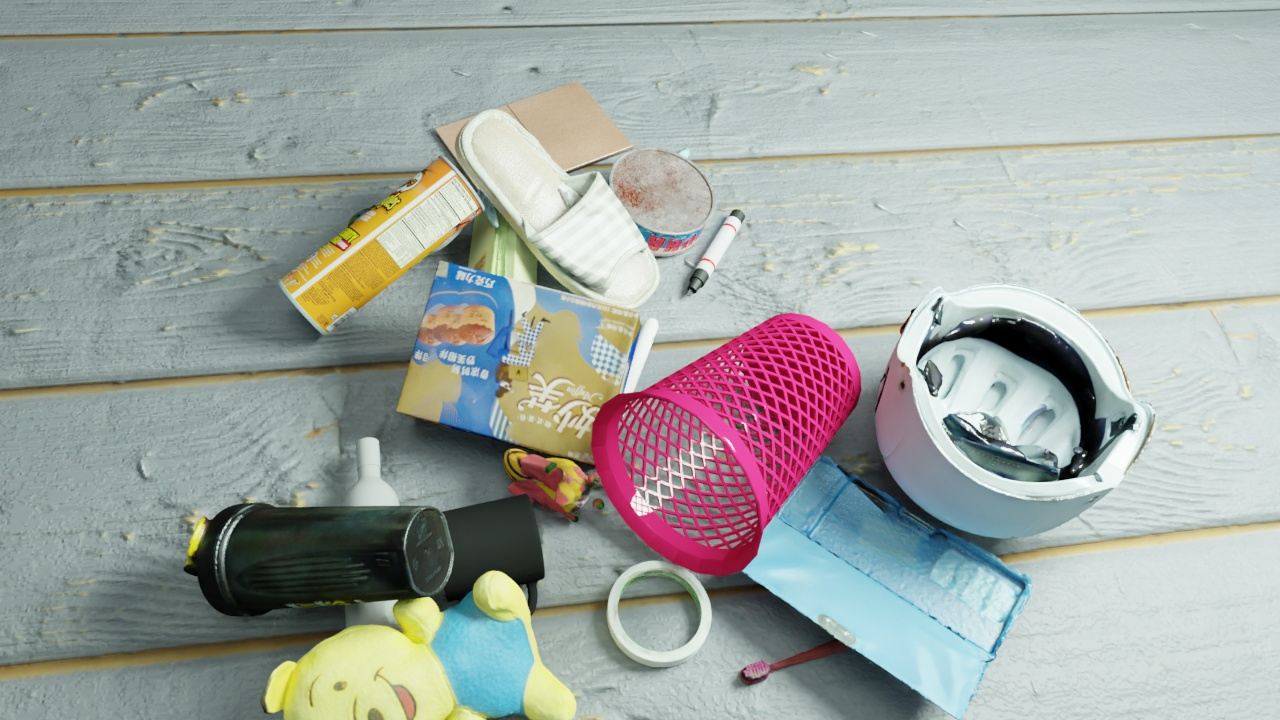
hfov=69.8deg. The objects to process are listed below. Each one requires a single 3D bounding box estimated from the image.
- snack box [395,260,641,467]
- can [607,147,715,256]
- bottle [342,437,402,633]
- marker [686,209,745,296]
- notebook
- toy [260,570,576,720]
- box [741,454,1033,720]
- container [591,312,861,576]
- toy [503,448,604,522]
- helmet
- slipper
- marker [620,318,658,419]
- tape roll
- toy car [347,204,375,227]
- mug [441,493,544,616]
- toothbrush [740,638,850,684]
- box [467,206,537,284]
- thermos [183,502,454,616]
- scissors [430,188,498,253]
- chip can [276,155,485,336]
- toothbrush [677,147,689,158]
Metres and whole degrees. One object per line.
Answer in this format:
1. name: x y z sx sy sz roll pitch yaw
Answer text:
1. snack box: -0.116 0.005 0.902 0.203 0.069 0.155 15 84 5
2. can: 0.021 -0.188 1.083 0.130 0.044 0.129 8 58 -14
3. bottle: -0.242 0.159 0.830 0.052 0.053 0.195 -7 57 -11
4. marker: 0.086 -0.125 1.077 0.019 0.019 0.145 25 57 11
5. notebook: -0.135 -0.282 1.170 0.208 0.008 0.141 -25 62 -21
6. toy: -0.176 0.265 0.737 0.213 0.084 0.149 -23 86 -20
7. box: 0.217 0.201 0.838 0.232 0.048 0.176 33 51 23
8. container: 0.097 0.059 0.859 0.183 0.184 0.225 38 48 19
9. toy: -0.087 0.114 0.861 0.103 0.084 0.046 18 61 21
10. helmet: 0.341 0.056 0.891 0.236 0.164 0.263 30 51 10
11. slipper: -0.086 -0.163 0.996 0.272 0.054 0.114 43 70 -12
12. marker: -0.006 0.006 0.977 0.017 0.020 0.133 19 56 3
13. tape roll: 0.016 0.228 0.829 0.094 0.018 0.093 2 55 -4
14. toy car: -0.290 -0.142 1.042 0.091 0.036 0.042 33 59 16
15. mug: -0.132 0.183 0.818 0.088 0.078 0.113 -11 84 -13
16. toothbrush: 0.178 0.255 0.826 0.189 0.016 0.016 -13 57 -14
17. box: -0.151 -0.127 1.024 0.090 0.078 0.187 2 54 -3
18. thermos: -0.267 0.159 0.752 0.221 0.098 0.098 -6 52 21
19. scissors: -0.191 -0.193 1.050 0.173 0.013 0.170 -35 47 12
20. chip can: -0.272 -0.122 0.970 0.215 0.075 0.075 -40 67 -9
21. toothbrush: 0.016 -0.211 1.132 0.016 0.017 0.180 30 57 11
